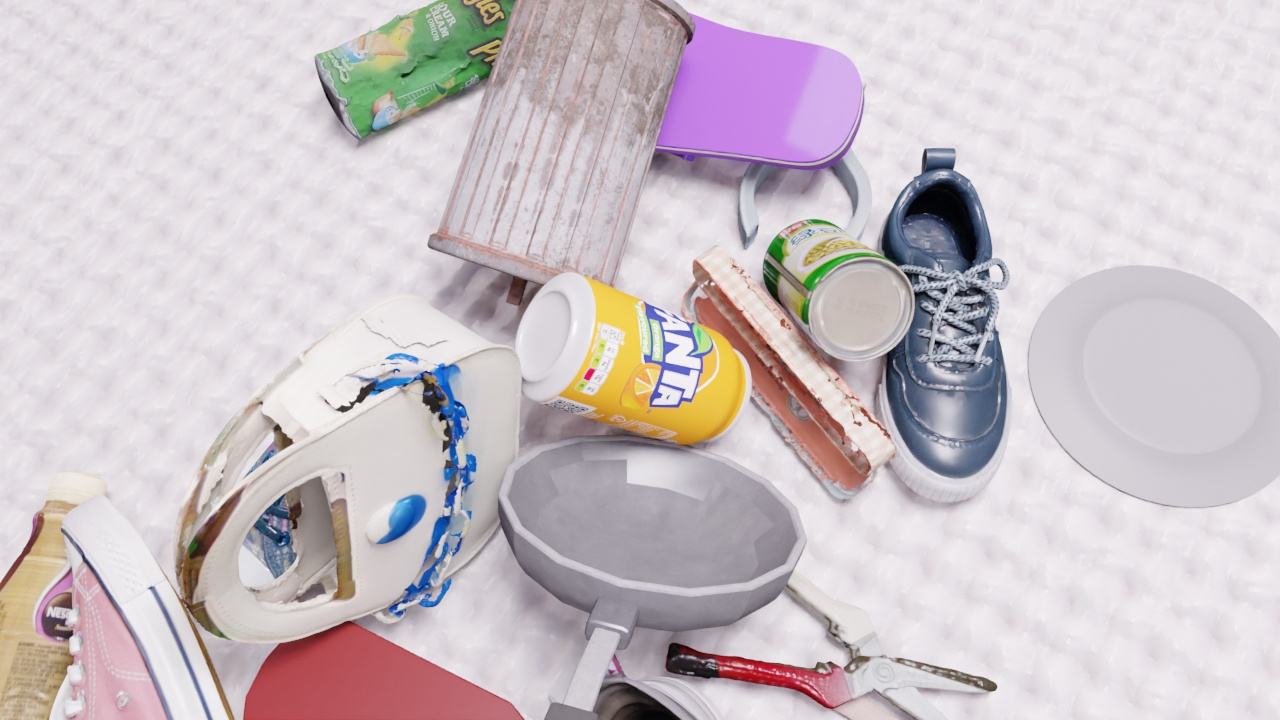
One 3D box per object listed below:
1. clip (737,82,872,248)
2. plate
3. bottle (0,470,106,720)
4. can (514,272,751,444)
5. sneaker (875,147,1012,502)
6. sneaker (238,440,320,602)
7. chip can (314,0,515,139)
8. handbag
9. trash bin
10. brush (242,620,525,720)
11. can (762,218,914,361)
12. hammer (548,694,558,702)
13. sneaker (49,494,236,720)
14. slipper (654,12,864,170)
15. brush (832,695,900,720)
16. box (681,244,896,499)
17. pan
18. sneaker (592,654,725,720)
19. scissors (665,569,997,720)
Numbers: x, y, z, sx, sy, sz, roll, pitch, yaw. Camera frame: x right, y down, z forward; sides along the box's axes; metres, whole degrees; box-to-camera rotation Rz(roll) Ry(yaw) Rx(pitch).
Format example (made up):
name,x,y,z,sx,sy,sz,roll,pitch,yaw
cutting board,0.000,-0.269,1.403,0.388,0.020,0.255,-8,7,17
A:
name,x,y,z,sx,sy,sz,roll,pitch,yaw
clip,0.104,-0.153,0.701,0.141,0.029,0.171,6,66,5
plate,0.356,0.011,0.620,0.178,0.012,0.178,-1,66,3
bottle,-0.377,0.152,0.576,0.059,0.060,0.165,2,65,4
can,-0.003,0.003,0.571,0.142,0.079,0.079,20,59,-37
sneaker,0.202,-0.028,0.606,0.089,0.087,0.235,0,65,3
sneaker,-0.204,0.066,0.593,0.087,0.079,0.235,36,73,17
chip can,-0.148,-0.256,0.736,0.223,0.075,0.075,-30,68,-10
handbag,-0.151,0.075,0.504,0.093,0.201,0.199,31,47,23
trash bin,-0.053,-0.139,0.614,0.131,0.130,0.211,19,93,11
brush,-0.143,0.215,0.531,0.173,0.042,0.082,19,60,20
can,0.125,-0.049,0.598,0.067,0.121,0.067,-2,109,-6
hammer,-0.159,0.311,0.511,0.316,0.028,0.147,-20,60,-6
sneaker,-0.294,0.194,0.529,0.087,0.118,0.241,-25,72,-27
slipper,0.038,-0.203,0.699,0.267,0.084,0.107,18,94,18
brush,0.160,0.226,0.535,0.136,0.015,0.049,33,71,16
box,0.092,0.006,0.607,0.043,0.083,0.187,-32,66,-14
pan,-0.013,0.127,0.454,0.179,0.356,0.041,12,110,8
sneaker,0.040,0.259,0.436,0.097,0.129,0.263,-29,52,0
scissors,0.106,0.170,0.556,0.193,0.015,0.179,-14,58,-11
